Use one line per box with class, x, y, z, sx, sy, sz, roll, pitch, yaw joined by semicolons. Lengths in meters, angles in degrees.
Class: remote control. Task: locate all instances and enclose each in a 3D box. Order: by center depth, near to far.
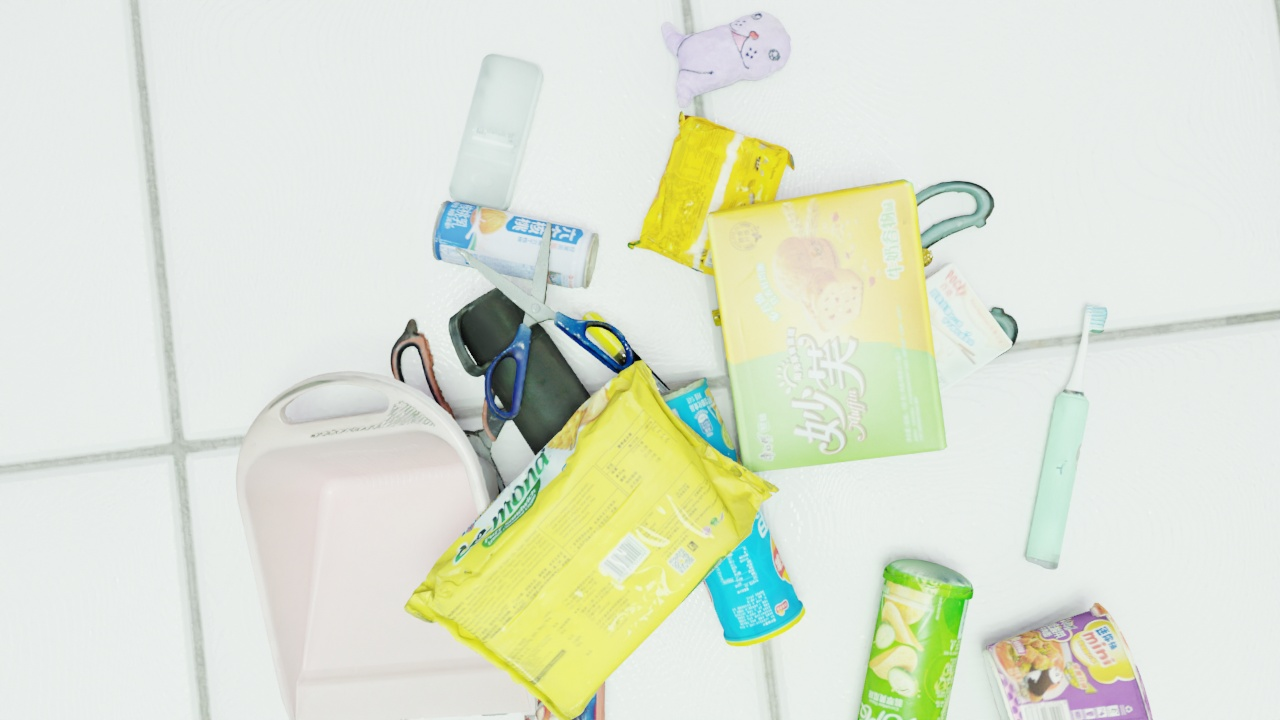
remote control;-0.127;-0.199;0.807;0.056;0.020;0.136;14;89;3

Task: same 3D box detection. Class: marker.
marker;-0.005;0.005;0.797;0.018;0.015;0.124;-44;89;2

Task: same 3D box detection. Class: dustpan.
dustpan;-0.214;0.156;0.718;0.223;0.139;0.273;-10;73;10

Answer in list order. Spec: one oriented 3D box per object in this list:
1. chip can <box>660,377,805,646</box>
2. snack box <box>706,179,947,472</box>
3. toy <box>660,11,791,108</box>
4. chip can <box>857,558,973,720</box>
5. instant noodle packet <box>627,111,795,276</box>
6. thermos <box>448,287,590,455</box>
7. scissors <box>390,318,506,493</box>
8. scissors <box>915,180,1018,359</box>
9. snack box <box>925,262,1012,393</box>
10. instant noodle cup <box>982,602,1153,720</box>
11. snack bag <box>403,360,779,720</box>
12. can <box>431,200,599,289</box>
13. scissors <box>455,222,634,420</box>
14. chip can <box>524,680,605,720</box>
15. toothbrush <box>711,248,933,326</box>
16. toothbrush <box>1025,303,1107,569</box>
chip can;0.062;0.123;0.754;0.071;0.071;0.210;-23;89;2
snack box;0.144;-0.025;0.723;0.158;0.070;0.210;-8;95;9
toy;0.075;-0.266;0.789;0.108;0.039;0.083;-15;76;4
chip can;0.215;0.274;0.745;0.072;0.072;0.221;12;89;4
instant noodle packet;0.061;-0.134;0.782;0.111;0.044;0.128;21;90;5
thermos;-0.072;0.056;0.752;0.069;0.089;0.242;-33;92;37
scissors;-0.148;0.060;0.801;0.189;0.015;0.226;26;89;4
scissors;0.254;-0.060;0.781;0.170;0.019;0.181;-39;88;1
snack box;0.216;-0.003;0.765;0.157;0.027;0.084;-35;90;9
instant noodle cup;0.333;0.259;0.727;0.099;0.111;0.111;-16;87;12
snack bag;-0.030;0.139;0.673;0.158;0.068;0.246;43;89;-11
can;-0.106;-0.098;0.786;0.134;0.053;0.053;12;89;4
scissors;-0.081;-0.028;0.726;0.173;0.012;0.162;37;65;-17
chip can;-0.062;0.291;0.761;0.071;0.071;0.214;1;87;3
toothbrush;0.153;-0.062;0.777;0.190;0.016;0.015;-16;85;10
toothbrush;0.356;0.062;0.767;0.027;0.026;0.224;11;88;25
